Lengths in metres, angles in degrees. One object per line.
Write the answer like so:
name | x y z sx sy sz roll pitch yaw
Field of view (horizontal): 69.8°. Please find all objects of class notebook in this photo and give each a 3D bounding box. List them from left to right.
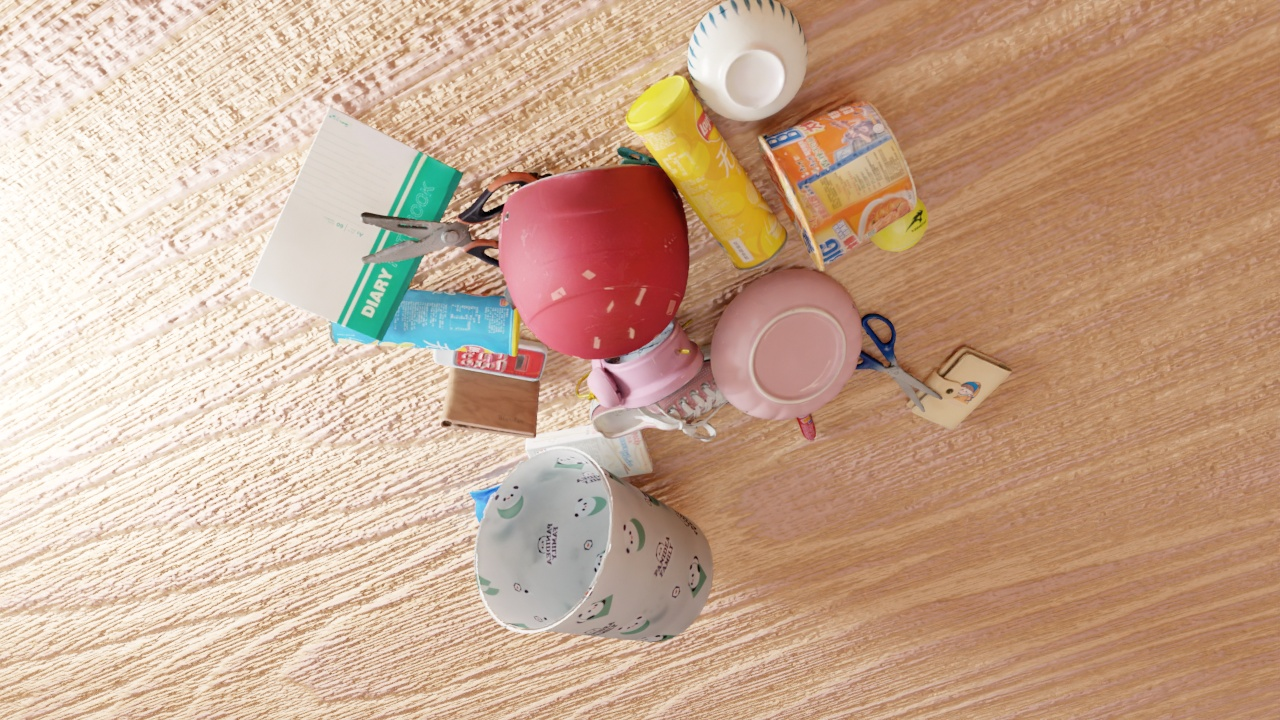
notebook | -0.299 -0.138 0.967 0.150 0.012 0.209 24 103 -22

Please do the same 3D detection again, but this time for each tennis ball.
tennis ball | 0.277 -0.151 0.993 0.065 0.065 0.066 -1 130 -2

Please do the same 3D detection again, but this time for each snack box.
snack box | -0.068 0.126 1.234 0.157 0.026 0.085 -11 129 6

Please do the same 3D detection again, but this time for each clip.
clip | 0.002 -0.207 0.964 0.055 0.037 0.013 12 131 -22

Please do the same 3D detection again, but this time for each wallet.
wallet | -0.181 0.049 1.118 0.115 0.101 0.020 8 132 -11
wallet | 0.408 0.037 1.183 0.087 0.024 0.115 23 127 -17

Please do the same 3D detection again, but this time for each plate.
plate | 0.179 -0.011 1.082 0.192 0.039 0.193 -5 113 -13

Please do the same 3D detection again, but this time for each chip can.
chip can | -0.245 -0.047 1.054 0.210 0.071 0.071 4 129 -5
chip can | 0.073 -0.188 0.949 0.072 0.072 0.213 -29 125 20

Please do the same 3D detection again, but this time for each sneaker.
sneaker | 0.051 0.053 1.137 0.241 0.087 0.118 -19 128 10

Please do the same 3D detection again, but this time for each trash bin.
trash bin | -0.047 0.258 1.202 0.230 0.229 0.251 -34 140 23

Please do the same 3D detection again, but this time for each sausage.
sausage | 0.204 0.052 1.189 0.020 0.020 0.156 -18 128 12

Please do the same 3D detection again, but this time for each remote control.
remote control | -0.183 -0.008 1.122 0.136 0.020 0.056 11 129 -12

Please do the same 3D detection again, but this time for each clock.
clock | -0.006 0.006 1.082 0.159 0.117 0.060 -25 113 15

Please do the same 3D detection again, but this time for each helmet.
helmet | -0.042 -0.078 0.974 0.207 0.143 0.240 -8 138 -5

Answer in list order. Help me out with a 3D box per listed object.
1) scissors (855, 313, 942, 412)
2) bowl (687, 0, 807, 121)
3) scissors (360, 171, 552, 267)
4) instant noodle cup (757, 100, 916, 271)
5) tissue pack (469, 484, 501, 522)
scissors | 0.318 0.002 1.147 0.170 0.012 0.144 10 125 -3
bowl | 0.105 -0.280 0.878 0.116 0.066 0.117 -1 129 -2
scissors | -0.182 -0.140 0.984 0.224 0.015 0.189 -38 132 9
instant noodle cup | 0.199 -0.181 0.921 0.111 0.151 0.151 -26 127 8
tissue pack | -0.171 0.223 1.294 0.095 0.052 0.157 -16 129 8
